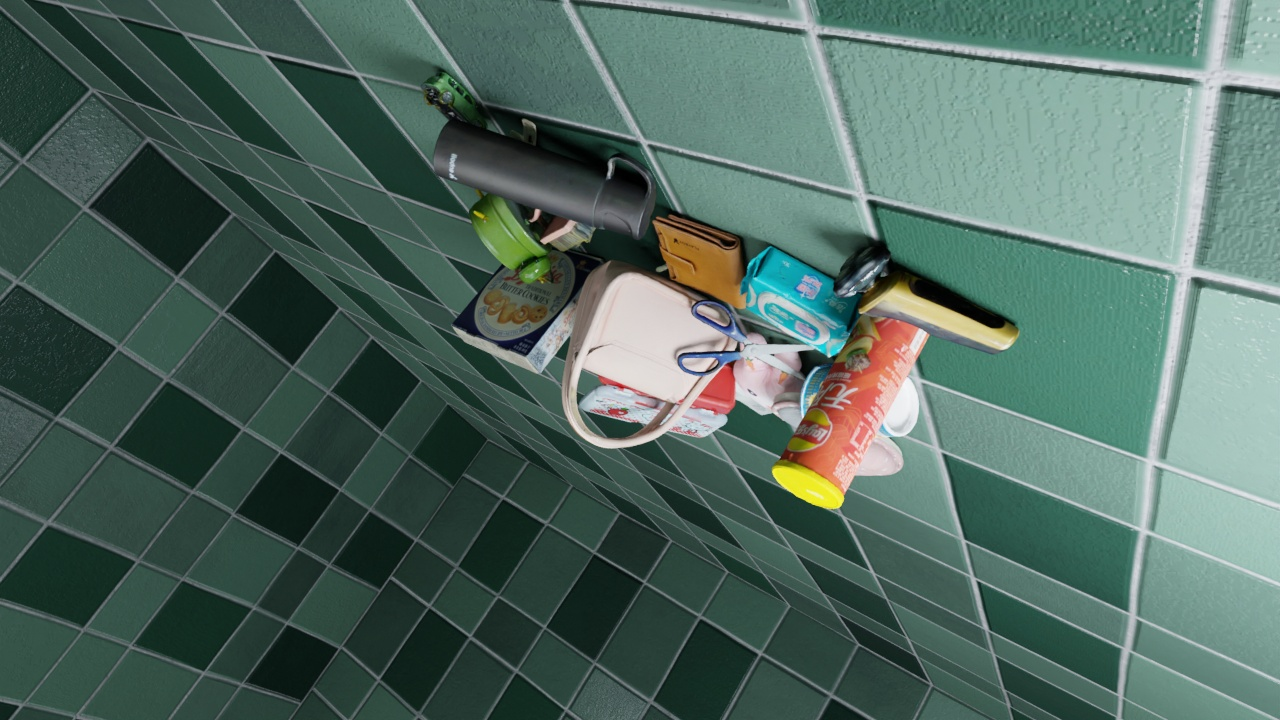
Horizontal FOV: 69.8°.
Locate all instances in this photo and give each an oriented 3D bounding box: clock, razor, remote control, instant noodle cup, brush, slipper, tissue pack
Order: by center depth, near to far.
[{"bbox_3d":[0.261,-0.053,0.837,0.167,0.062,0.068,25,132,11],"label":"razor"},{"bbox_3d":[0.169,-0.062,0.978,0.133,0.050,0.093,31,165,12],"label":"tissue pack"},{"bbox_3d":[0.259,0.051,1.073,0.099,0.099,0.110,43,155,-29],"label":"instant noodle cup"},{"bbox_3d":[-0.098,-0.179,1.146,0.073,0.063,0.146,35,167,-18],"label":"brush"},{"bbox_3d":[0.262,0.113,1.219,0.114,0.054,0.274,-1,155,40],"label":"slipper"},{"bbox_3d":[-0.164,-0.165,1.225,0.161,0.056,0.116,48,-165,-31],"label":"clock"},{"bbox_3d":[0.146,0.042,1.372,0.125,0.024,0.049,32,162,-14],"label":"remote control"}]

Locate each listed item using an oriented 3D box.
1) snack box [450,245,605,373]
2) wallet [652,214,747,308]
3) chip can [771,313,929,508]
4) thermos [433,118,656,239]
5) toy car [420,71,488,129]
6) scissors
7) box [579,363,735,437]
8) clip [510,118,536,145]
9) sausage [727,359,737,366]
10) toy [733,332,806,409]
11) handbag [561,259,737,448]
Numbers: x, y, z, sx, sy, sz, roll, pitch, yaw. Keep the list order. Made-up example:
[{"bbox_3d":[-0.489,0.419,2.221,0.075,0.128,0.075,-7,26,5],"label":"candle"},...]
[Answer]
[{"bbox_3d":[-0.157,-0.084,1.321,0.178,0.182,0.046,20,157,42],"label":"snack box"},{"bbox_3d":[0.068,-0.118,1.059,0.119,0.035,0.131,21,161,21],"label":"wallet"},{"bbox_3d":[0.207,0.033,0.877,0.073,0.216,0.073,30,164,9],"label":"chip can"},{"bbox_3d":[-0.102,-0.209,1.010,0.242,0.068,0.090,18,124,7],"label":"thermos"},{"bbox_3d":[-0.215,-0.297,1.075,0.043,0.036,0.091,14,154,49],"label":"toy car"},{"bbox_3d":[0.121,-0.012,1.118,0.162,0.163,0.012,50,-164,-15],"label":"scissors"},{"bbox_3d":[0.024,0.037,1.267,0.201,0.095,0.100,15,151,-20],"label":"box"},{"bbox_3d":[-0.128,-0.247,1.087,0.035,0.086,0.104,31,136,16],"label":"clip"},{"bbox_3d":[0.124,-0.006,1.290,0.165,0.021,0.021,39,164,-19],"label":"sausage"},{"bbox_3d":[0.174,0.020,1.213,0.121,0.054,0.159,22,156,27],"label":"toy"},{"bbox_3d":[-0.007,0.007,1.161,0.193,0.234,0.093,23,-171,-20],"label":"handbag"}]
